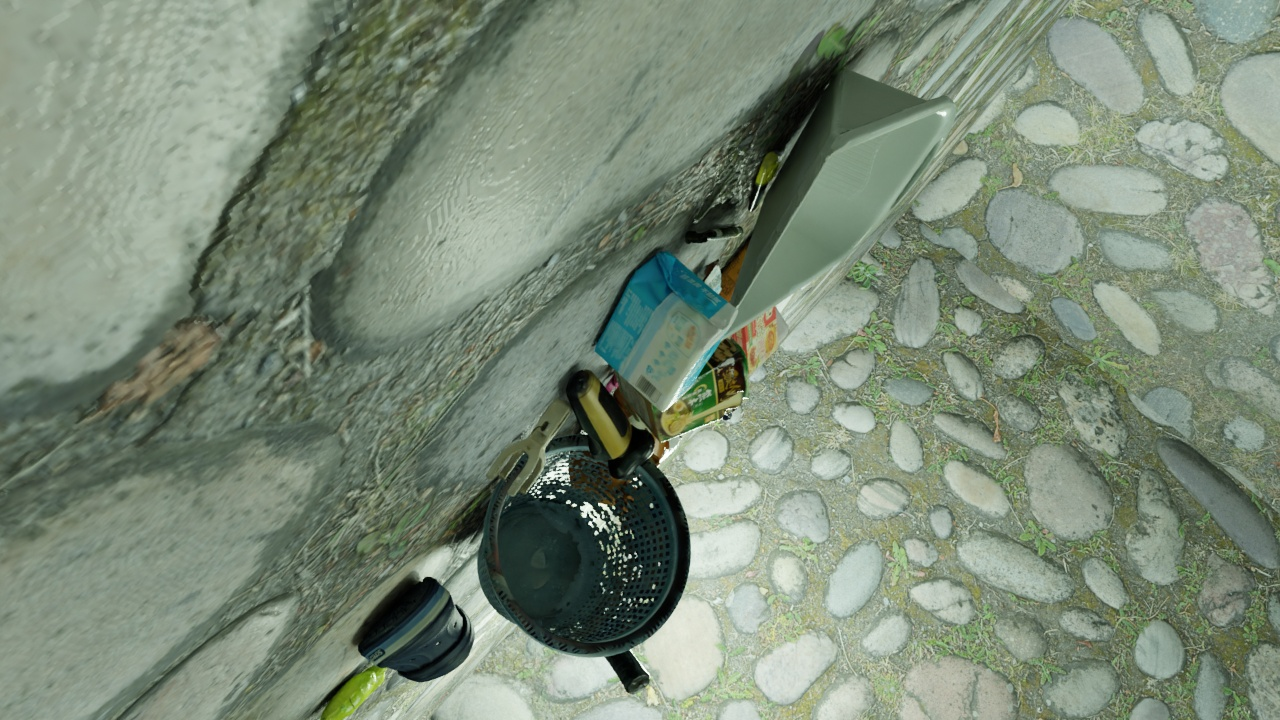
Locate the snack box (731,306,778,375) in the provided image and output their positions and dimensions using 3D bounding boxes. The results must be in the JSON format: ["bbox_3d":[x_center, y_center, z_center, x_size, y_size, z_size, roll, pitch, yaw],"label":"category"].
[{"bbox_3d":[0.149,-0.063,1.213,0.075,0.025,0.153,-40,135,-36],"label":"snack box"}]

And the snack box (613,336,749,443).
[{"bbox_3d":[0.036,0.013,0.944,0.105,0.118,0.118,-33,146,-14],"label":"snack box"}]

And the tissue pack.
[{"bbox_3d":[0.021,-0.024,0.803,0.063,0.090,0.140,-41,168,-36],"label":"tissue pack"}]

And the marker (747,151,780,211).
[{"bbox_3d":[0.118,-0.169,0.885,0.018,0.015,0.124,-48,173,-9],"label":"marker"}]

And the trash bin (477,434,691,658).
[{"bbox_3d":[-0.087,0.215,1.014,0.225,0.226,0.196,-43,-178,-31],"label":"trash bin"}]

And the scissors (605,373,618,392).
[{"bbox_3d":[-0.006,0.006,1.058,0.054,0.017,0.133,-45,178,29],"label":"scissors"}]

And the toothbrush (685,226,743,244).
[{"bbox_3d":[0.076,-0.122,0.886,0.185,0.017,0.012,-26,119,-68],"label":"toothbrush"}]

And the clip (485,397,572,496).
[{"bbox_3d":[-0.104,0.087,0.879,0.102,0.035,0.094,-52,170,-26],"label":"clip"}]

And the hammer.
[{"bbox_3d":[-0.079,0.289,1.136,0.128,0.301,0.033,-42,137,-3],"label":"hammer"}]

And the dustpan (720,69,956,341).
[{"bbox_3d":[0.195,-0.141,0.832,0.257,0.142,0.223,-71,-174,-45],"label":"dustpan"}]

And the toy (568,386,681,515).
[{"bbox_3d":[-0.014,0.109,1.114,0.130,0.140,0.200,-11,154,-18],"label":"toy"}]

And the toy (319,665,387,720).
[{"bbox_3d":[-0.337,0.392,1.083,0.096,0.031,0.100,-46,175,-14],"label":"toy"}]

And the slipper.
[{"bbox_3d":[-0.237,0.308,1.010,0.105,0.095,0.253,-47,175,-21],"label":"slipper"}]

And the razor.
[{"bbox_3d":[-0.031,0.059,0.896,0.167,0.068,0.062,64,27,-56],"label":"razor"}]

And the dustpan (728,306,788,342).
[{"bbox_3d":[0.094,-0.043,1.347,0.222,0.139,0.274,-46,-161,-19],"label":"dustpan"}]

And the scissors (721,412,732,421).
[{"bbox_3d":[0.073,0.040,1.234,0.012,0.155,0.166,-63,-175,-17],"label":"scissors"}]

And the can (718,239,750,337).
[{"bbox_3d":[0.119,-0.085,1.114,0.146,0.058,0.058,-50,171,15],"label":"can"}]

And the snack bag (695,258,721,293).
[{"bbox_3d":[0.072,-0.082,1.005,0.048,0.026,0.104,-54,171,-2],"label":"snack bag"}]
